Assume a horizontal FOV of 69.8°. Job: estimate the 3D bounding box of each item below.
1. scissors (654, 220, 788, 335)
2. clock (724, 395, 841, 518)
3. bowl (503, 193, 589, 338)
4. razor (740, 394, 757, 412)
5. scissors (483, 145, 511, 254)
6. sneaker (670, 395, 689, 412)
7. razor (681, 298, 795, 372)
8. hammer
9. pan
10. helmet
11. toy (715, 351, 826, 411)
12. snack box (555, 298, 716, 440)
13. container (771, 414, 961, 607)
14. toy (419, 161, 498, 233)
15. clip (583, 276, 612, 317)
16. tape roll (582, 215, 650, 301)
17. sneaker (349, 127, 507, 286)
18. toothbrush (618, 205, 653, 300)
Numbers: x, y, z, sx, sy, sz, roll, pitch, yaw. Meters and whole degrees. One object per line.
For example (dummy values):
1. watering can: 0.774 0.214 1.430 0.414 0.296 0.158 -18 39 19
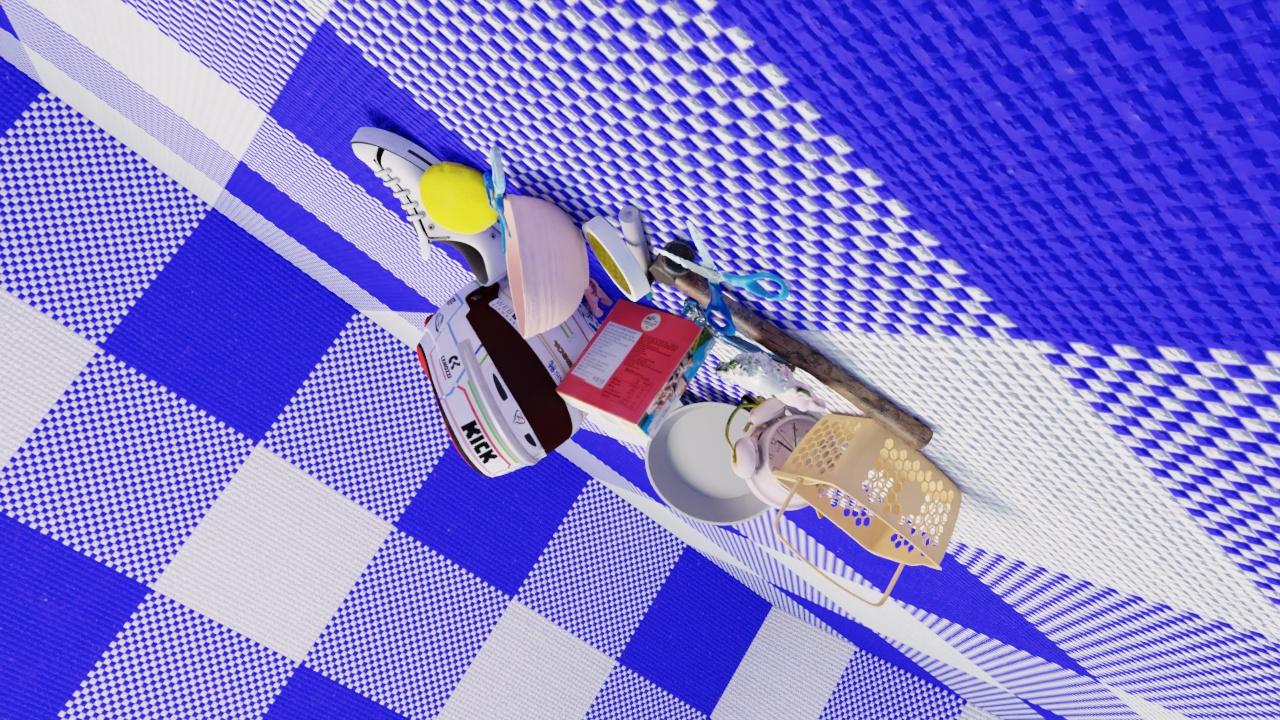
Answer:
1. scissors: 0.066 -0.068 0.834 0.129 0.014 0.119 24 139 0
2. clock: 0.171 0.111 1.115 0.158 0.116 0.059 34 157 -7
3. bowl: -0.098 -0.103 0.973 0.076 0.153 0.153 -8 174 -13
4. razor: 0.181 0.089 1.221 0.144 0.021 0.044 42 164 -27
5. scissors: -0.147 -0.168 0.955 0.130 0.013 0.125 90 161 -46
6. sneaker: 0.110 0.119 1.398 0.242 0.091 0.116 53 160 -3
7. razor: 0.104 -0.022 0.993 0.141 0.018 0.044 31 166 7
8. hammer: 0.149 -0.009 0.920 0.330 0.033 0.120 34 171 -5
9. pan: 0.066 0.081 1.278 0.356 0.201 0.050 57 -156 -15
10. helmet: -0.159 0.002 1.209 0.231 0.236 0.314 63 171 -26
11. toy: 0.132 0.020 0.909 0.109 0.041 0.096 27 174 -8
12. snack box: -0.006 0.006 1.078 0.143 0.144 0.040 20 159 43
13. container: 0.249 0.172 1.029 0.183 0.166 0.129 38 166 -21
14. toy: -0.204 -0.183 1.036 0.095 0.041 0.094 25 136 -14
15. clip: -0.052 -0.083 1.148 0.023 0.045 0.060 17 127 44
16. tape roll: -0.025 -0.103 0.929 0.094 0.019 0.094 53 174 8
17. sneaker: -0.253 -0.175 1.104 0.245 0.097 0.091 40 165 -30
18. toothbrush: 0.000 -0.104 0.937 0.018 0.019 0.188 23 165 15
